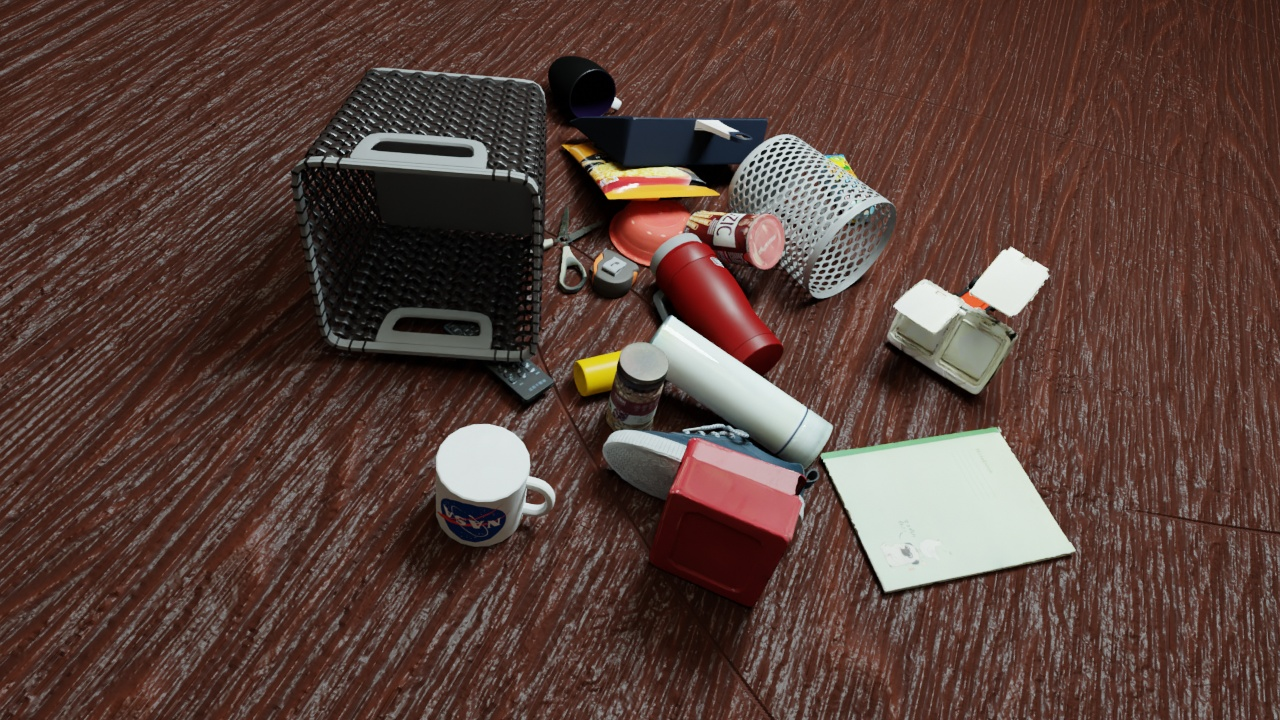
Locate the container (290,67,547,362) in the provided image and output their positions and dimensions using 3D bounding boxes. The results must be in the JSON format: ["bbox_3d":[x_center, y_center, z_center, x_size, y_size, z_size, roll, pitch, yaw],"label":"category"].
[{"bbox_3d":[-0.230,-0.176,1.061,0.247,0.246,0.243,4,42,-3],"label":"container"}]

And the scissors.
[{"bbox_3d":[-0.113,-0.150,1.231,0.157,0.013,0.171,-7,52,-18],"label":"scissors"}]

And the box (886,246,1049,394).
[{"bbox_3d":[0.387,-0.055,1.128,0.143,0.188,0.104,34,36,24],"label":"box"}]

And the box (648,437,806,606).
[{"bbox_3d":[0.083,0.161,0.915,0.129,0.158,0.087,22,55,8],"label":"box"}]

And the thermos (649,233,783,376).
[{"bbox_3d":[0.083,-0.060,1.159,0.108,0.084,0.198,-36,62,3],"label":"thermos"}]

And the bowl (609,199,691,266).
[{"bbox_3d":[0.024,-0.188,1.272,0.130,0.045,0.130,6,49,-7],"label":"bowl"}]

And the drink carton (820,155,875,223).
[{"bbox_3d":[0.314,-0.262,1.402,0.044,0.039,0.128,-7,52,-18],"label":"drink carton"}]

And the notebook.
[{"bbox_3d":[0.354,0.166,1.066,0.252,0.010,0.181,-6,51,-17],"label":"notebook"}]

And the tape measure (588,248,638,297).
[{"bbox_3d":[-0.037,-0.115,1.200,0.058,0.038,0.058,31,51,14],"label":"tape measure"}]

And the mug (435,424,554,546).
[{"bbox_3d":[-0.147,0.131,0.933,0.121,0.090,0.090,12,49,-2],"label":"mug"}]

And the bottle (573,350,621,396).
[{"bbox_3d":[-0.007,0.006,1.100,0.143,0.043,0.043,-13,54,-22],"label":"bottle"}]

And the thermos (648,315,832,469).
[{"bbox_3d":[0.109,0.038,1.056,0.230,0.068,0.067,35,51,1],"label":"thermos"}]

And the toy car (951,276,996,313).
[{"bbox_3d":[0.453,-0.072,1.264,0.100,0.049,0.051,-31,62,-32],"label":"toy car"}]

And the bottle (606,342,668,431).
[{"bbox_3d":[-0.005,0.034,1.036,0.056,0.105,0.056,6,49,-7],"label":"bottle"}]

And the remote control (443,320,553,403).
[{"bbox_3d":[-0.169,-0.002,1.088,0.150,0.022,0.047,39,54,23],"label":"remote control"}]

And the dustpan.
[{"bbox_3d":[0.066,-0.329,1.310,0.235,0.080,0.273,-8,37,-31],"label":"dustpan"}]

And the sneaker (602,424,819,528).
[{"bbox_3d":[0.078,0.112,1.002,0.235,0.089,0.087,20,52,-2],"label":"sneaker"}]

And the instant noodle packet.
[{"bbox_3d":[-0.005,-0.274,1.313,0.159,0.032,0.220,-6,33,-20],"label":"instant noodle packet"}]

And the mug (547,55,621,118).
[{"bbox_3d":[-0.086,-0.427,1.438,0.118,0.085,0.100,11,27,-44],"label":"mug"}]

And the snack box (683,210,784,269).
[{"bbox_3d":[0.122,-0.162,1.218,0.072,0.072,0.121,-32,30,-33],"label":"snack box"}]

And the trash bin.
[{"bbox_3d":[0.228,-0.203,1.259,0.156,0.157,0.183,-25,57,-29],"label":"trash bin"}]
